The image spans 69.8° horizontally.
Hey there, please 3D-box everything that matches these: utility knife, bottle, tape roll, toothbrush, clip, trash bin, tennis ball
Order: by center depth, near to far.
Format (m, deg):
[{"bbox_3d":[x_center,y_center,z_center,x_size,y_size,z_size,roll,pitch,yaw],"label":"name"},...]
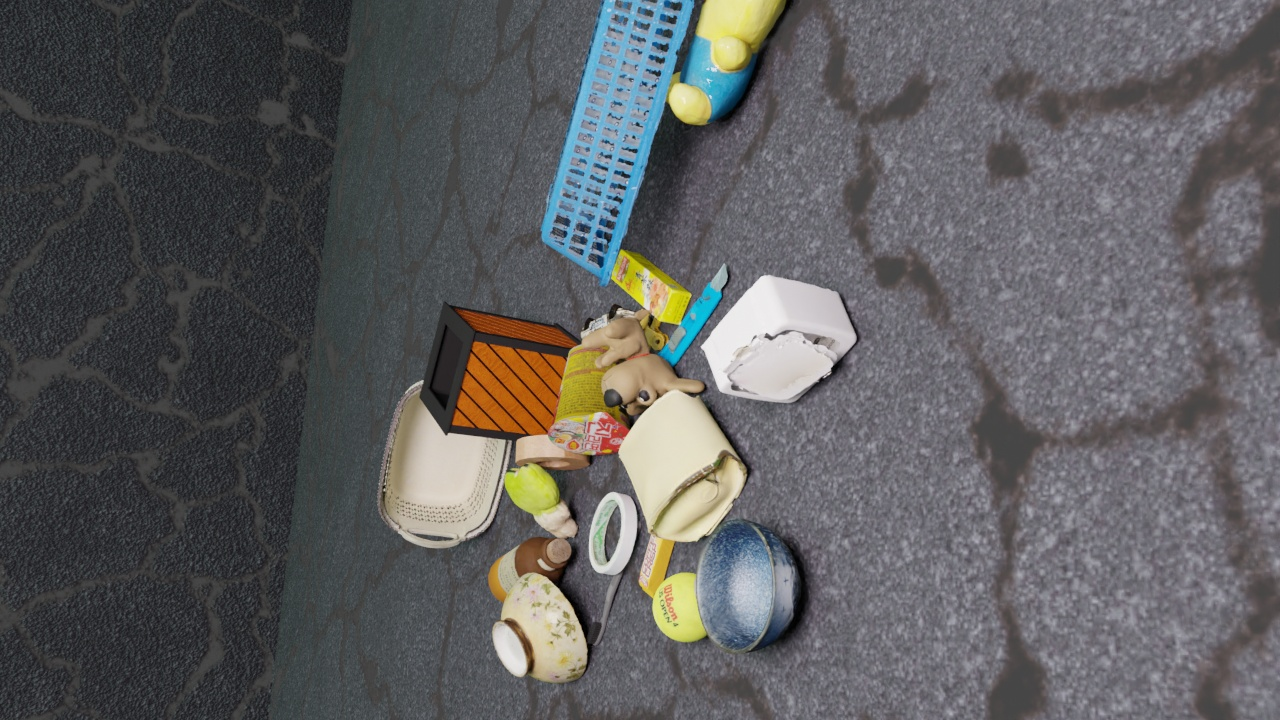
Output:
[{"bbox_3d":[0.045,0.239,0.891,0.065,0.065,0.065,-26,59,55],"label":"tennis ball"},{"bbox_3d":[0.052,-0.037,1.012,0.031,0.015,0.175,57,130,31],"label":"utility knife"},{"bbox_3d":[-0.029,0.260,1.066,0.013,0.013,0.167,42,115,57],"label":"toothbrush"},{"bbox_3d":[-0.033,0.201,1.070,0.094,0.018,0.093,-44,39,49],"label":"tape roll"},{"bbox_3d":[0.014,-0.029,1.071,0.047,0.046,0.054,-57,-11,-72],"label":"clip"},{"bbox_3d":[-0.111,0.118,1.165,0.094,0.094,0.027,-25,60,55],"label":"tape roll"},{"bbox_3d":[-0.137,0.267,1.190,0.157,0.067,0.067,-40,48,48],"label":"bottle"},{"bbox_3d":[-0.182,0.020,1.237,0.140,0.171,0.140,36,112,58],"label":"trash bin"}]

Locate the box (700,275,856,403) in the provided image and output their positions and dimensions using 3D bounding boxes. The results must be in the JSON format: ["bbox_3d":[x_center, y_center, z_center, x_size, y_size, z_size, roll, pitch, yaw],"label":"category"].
[{"bbox_3d":[0.124,-0.002,0.793,0.108,0.102,0.095,-53,41,37],"label":"box"}]

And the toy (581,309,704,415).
[{"bbox_3d":[-0.006,0.006,1.006,0.134,0.105,0.108,-24,93,54],"label":"toy"}]

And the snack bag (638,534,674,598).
[{"bbox_3d":[0.019,0.207,0.989,0.026,0.020,0.099,32,108,59],"label":"snack bag"}]

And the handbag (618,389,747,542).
[{"bbox_3d":[0.044,0.107,0.925,0.111,0.081,0.119,-55,36,24],"label":"handbag"}]

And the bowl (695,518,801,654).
[{"bbox_3d":[0.104,0.199,0.806,0.115,0.060,0.114,-30,54,54],"label":"bowl"}]

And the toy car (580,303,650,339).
[{"bbox_3d":[-0.032,-0.037,1.121,0.113,0.048,0.040,-24,57,55],"label":"toy car"}]

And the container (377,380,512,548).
[{"bbox_3d":[-0.303,0.144,1.409,0.143,0.184,0.252,-150,72,-68],"label":"container"}]

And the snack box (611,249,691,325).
[{"bbox_3d":[0.010,-0.088,1.085,0.148,0.029,0.040,45,119,55],"label":"snack box"}]

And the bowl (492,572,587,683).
[{"bbox_3d":[-0.133,0.337,1.112,0.145,0.063,0.145,23,123,41],"label":"bowl"}]

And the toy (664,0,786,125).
[{"bbox_3d":[0.096,-0.348,0.958,0.148,0.084,0.214,-96,29,-62],"label":"toy"}]

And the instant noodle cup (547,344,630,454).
[{"bbox_3d":[-0.058,0.044,1.108,0.101,0.100,0.112,-41,39,47],"label":"instant noodle cup"}]

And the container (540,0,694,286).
[{"bbox_3d":[-0.032,-0.294,1.060,0.256,0.089,0.363,-99,25,-68],"label":"container"}]

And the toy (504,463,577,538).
[{"bbox_3d":[-0.123,0.182,1.172,0.043,0.118,0.092,-47,14,-35],"label":"toy"}]
